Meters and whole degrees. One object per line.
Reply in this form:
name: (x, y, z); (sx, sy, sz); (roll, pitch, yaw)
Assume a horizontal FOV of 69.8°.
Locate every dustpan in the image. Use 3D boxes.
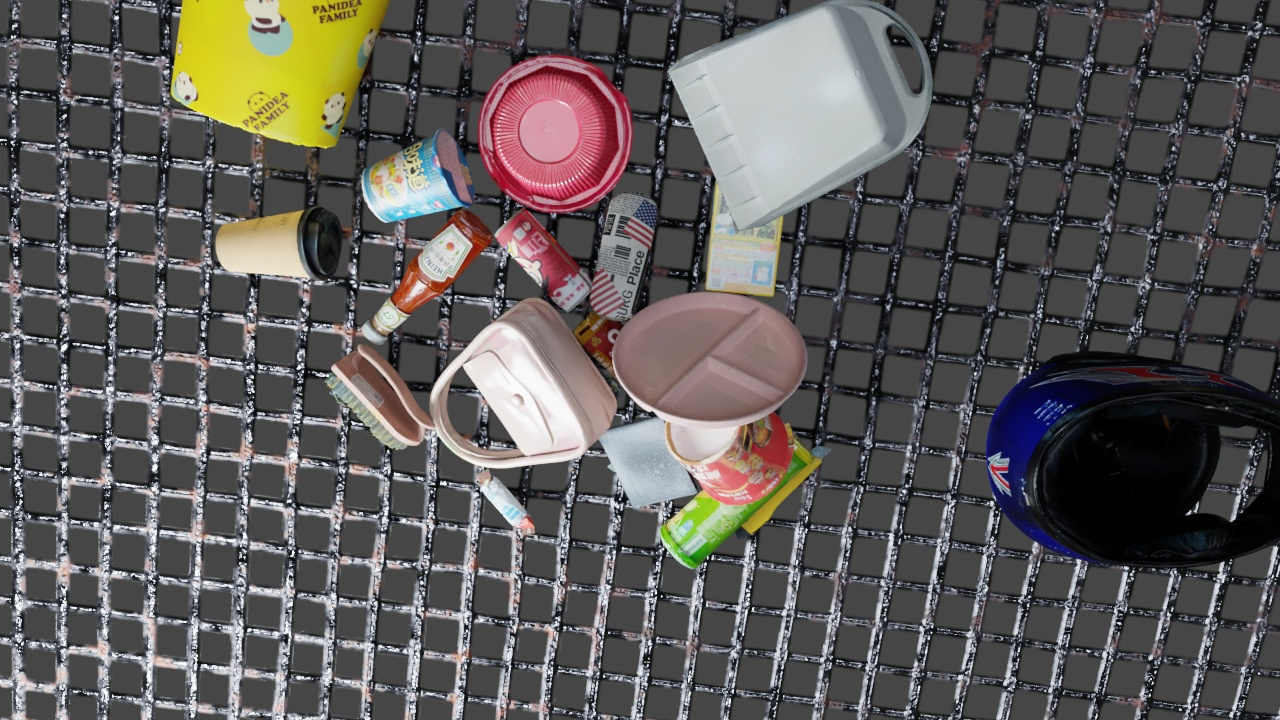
dustpan: (0.210, -0.312, 1.105); (0.258, 0.142, 0.222); (-23, 93, 30)

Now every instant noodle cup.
instant noodle cup: (-0.106, -0.276, 1.110); (0.194, 0.065, 0.194); (0, 99, 1)
instant noodle cup: (0.100, 0.096, 1.116); (0.138, 0.138, 0.108); (-45, 136, 8)
instant noodle cup: (-0.274, -0.218, 1.115); (0.110, 0.099, 0.099); (-15, 99, 13)

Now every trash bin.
trash bin: (-0.398, -0.391, 1.025); (0.229, 0.229, 0.255); (21, 105, -2)

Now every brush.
brush: (-0.330, 0.050, 1.176); (0.073, 0.063, 0.145); (-38, 98, 18)

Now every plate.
plate: (0.082, -0.002, 1.091); (0.229, 0.229, 0.028); (-1, 133, 2)

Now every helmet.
helmet: (0.568, 0.108, 1.065); (0.316, 0.240, 0.247); (-4, 99, 13)

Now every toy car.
toy car: (-0.065, 0.023, 1.178); (0.090, 0.034, 0.043); (39, 102, -4)

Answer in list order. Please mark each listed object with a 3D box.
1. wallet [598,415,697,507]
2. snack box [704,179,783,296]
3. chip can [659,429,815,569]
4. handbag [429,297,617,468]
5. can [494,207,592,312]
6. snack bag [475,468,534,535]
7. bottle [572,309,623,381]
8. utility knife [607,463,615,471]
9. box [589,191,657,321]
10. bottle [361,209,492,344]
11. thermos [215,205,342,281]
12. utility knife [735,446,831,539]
wallet: (0.010, 0.131, 1.181); (0.097, 0.019, 0.121); (-16, 110, 24)
snack box: (0.130, -0.153, 1.141); (0.087, 0.033, 0.140); (5, 102, 1)
chip can: (0.121, 0.174, 1.181); (0.221, 0.072, 0.072); (-44, 96, 8)
handbag: (-0.167, 0.050, 1.154); (0.235, 0.093, 0.193); (-27, 100, 29)
can: (-0.118, -0.124, 1.143); (0.053, 0.053, 0.133); (-42, 97, 8)
snack bag: (-0.178, 0.187, 1.210); (0.104, 0.048, 0.026); (50, 57, -8)
bottle: (-0.007, 0.007, 1.161); (0.175, 0.057, 0.057); (43, 98, -6)
utility knife: (0.051, 0.087, 1.196); (0.218, 0.013, 0.029); (-35, 100, 7)
box: (-0.021, -0.128, 1.134); (0.068, 0.051, 0.164); (16, 83, -18)
bottle: (-0.272, -0.100, 1.150); (0.206, 0.059, 0.060); (-44, 96, 12)
thermos: (-0.443, -0.143, 1.136); (0.143, 0.093, 0.093); (0, 100, 9)
utility knife: (0.184, 0.171, 1.207); (0.033, 0.015, 0.172); (43, 98, -12)
